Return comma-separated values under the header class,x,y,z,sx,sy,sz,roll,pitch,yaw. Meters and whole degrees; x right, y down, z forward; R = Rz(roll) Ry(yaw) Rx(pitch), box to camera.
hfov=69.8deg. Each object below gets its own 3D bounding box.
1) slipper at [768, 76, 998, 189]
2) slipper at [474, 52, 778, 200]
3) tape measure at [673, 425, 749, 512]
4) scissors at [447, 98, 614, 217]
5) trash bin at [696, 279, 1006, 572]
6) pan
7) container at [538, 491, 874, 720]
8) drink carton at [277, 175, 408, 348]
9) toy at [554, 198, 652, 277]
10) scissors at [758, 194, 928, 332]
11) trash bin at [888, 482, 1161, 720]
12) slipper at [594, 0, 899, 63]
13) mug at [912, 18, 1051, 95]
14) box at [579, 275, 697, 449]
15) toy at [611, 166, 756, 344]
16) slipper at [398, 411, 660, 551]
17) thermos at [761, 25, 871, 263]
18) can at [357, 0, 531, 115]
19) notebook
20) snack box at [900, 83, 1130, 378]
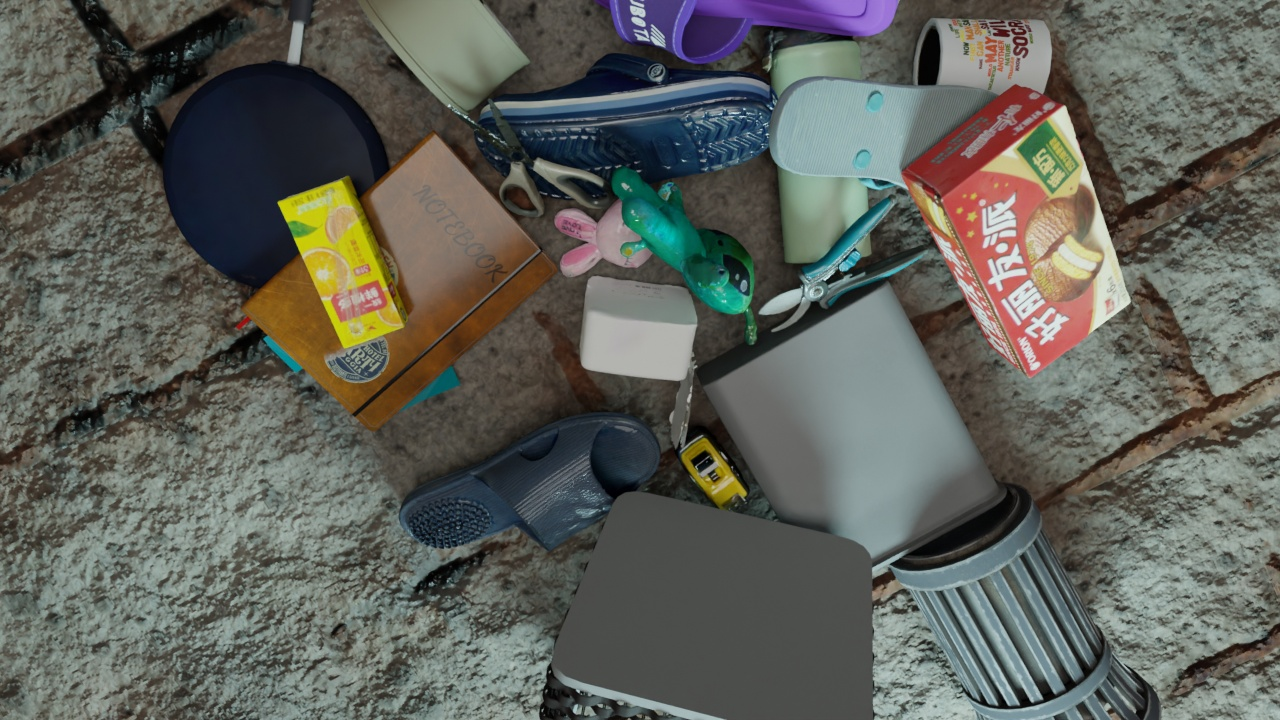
class,x,y,z,sx,sy,sz,roll,pitch,yaw
slipper,0.212,-0.184,0.743,0.268,0.055,0.098,4,113,-29
slipper,-0.011,-0.204,0.776,0.253,0.105,0.095,-4,67,9
tape measure,0.064,0.096,0.843,0.042,0.071,0.072,-38,106,8
scissors,-0.087,-0.158,0.750,0.162,0.158,0.012,12,67,-12
trash bin,0.184,0.065,0.828,0.192,0.097,0.220,-30,99,5
pan,-0.306,-0.236,0.798,0.199,0.021,0.357,12,100,-3
container,0.051,0.285,0.742,0.246,0.246,0.244,12,119,8
drink carton,-0.250,-0.083,0.782,0.058,0.043,0.135,-19,108,-1
toy,-0.023,-0.110,0.814,0.110,0.047,0.063,-9,109,14
scissors,0.173,-0.077,0.763,0.124,0.019,0.157,7,127,-18
trash bin,0.336,0.239,0.836,0.164,0.164,0.227,-30,97,4
slipper,0.057,-0.276,0.700,0.267,0.107,0.084,14,70,21
mug,0.286,-0.238,0.787,0.089,0.073,0.105,0,128,-1
box,0.006,0.009,0.814,0.128,0.108,0.137,8,115,-5
toy,0.039,-0.088,0.763,0.072,0.130,0.193,-37,134,20
slipper,-0.101,0.131,0.812,0.264,0.082,0.101,-22,129,18
thermos,0.149,-0.202,0.783,0.082,0.082,0.231,-6,102,0
can,-0.157,-0.268,0.739,0.073,0.127,0.128,-39,99,8
notebook,-0.215,-0.055,0.827,0.249,0.014,0.178,-40,107,6
snack box,0.318,-0.100,0.765,0.113,0.060,0.236,-38,127,6
